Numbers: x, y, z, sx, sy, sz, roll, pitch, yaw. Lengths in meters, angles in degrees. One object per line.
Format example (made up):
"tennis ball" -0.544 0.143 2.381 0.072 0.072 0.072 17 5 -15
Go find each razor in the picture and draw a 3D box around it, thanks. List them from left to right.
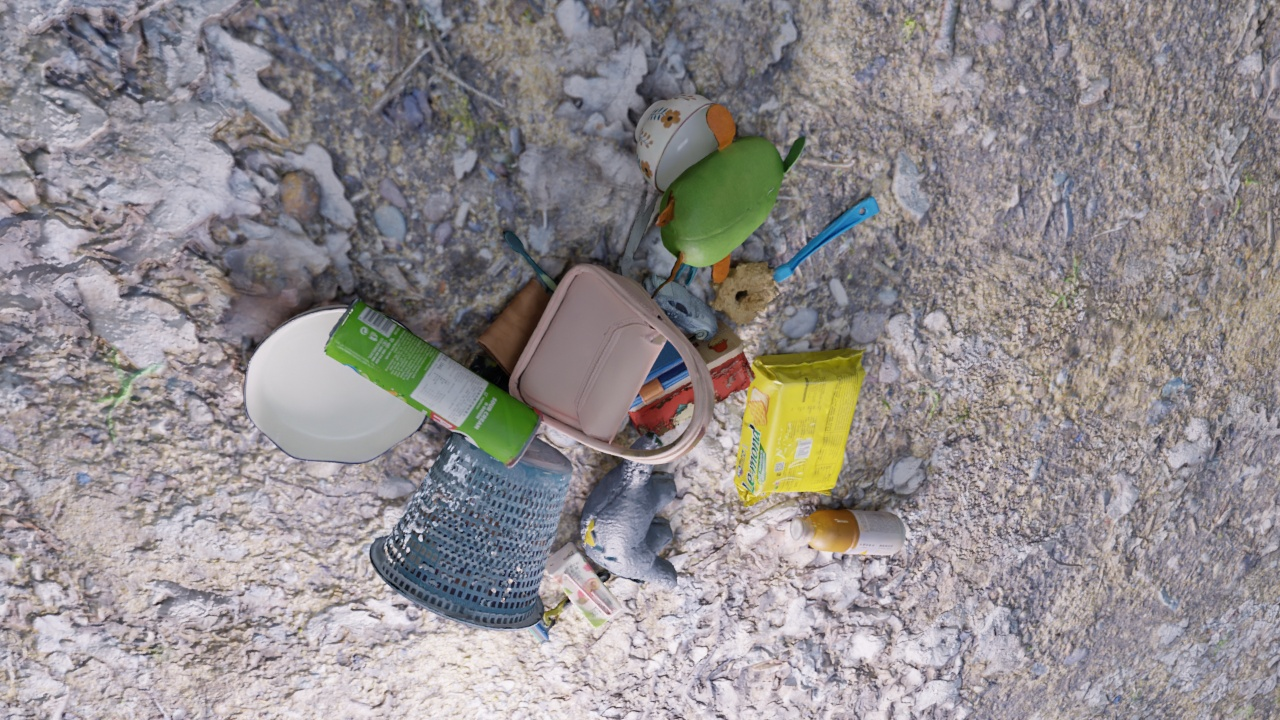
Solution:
"razor" -0.102 0.351 1.336 0.142 0.022 0.042 -38 113 -5

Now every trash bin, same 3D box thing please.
"trash bin" -0.185 0.185 1.115 0.226 0.227 0.195 22 95 -29

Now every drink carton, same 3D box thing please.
"drink carton" -0.080 0.320 1.298 0.053 0.045 0.122 -37 112 -7

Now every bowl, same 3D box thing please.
"bowl" 0.034 -0.249 1.015 0.113 0.062 0.114 -43 161 -19

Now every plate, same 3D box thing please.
"plate" -0.342 0.025 1.050 0.204 0.045 0.205 -10 121 -16

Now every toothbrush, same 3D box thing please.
"toothbrush" -0.105 -0.088 1.095 0.016 0.018 0.191 -44 126 -6

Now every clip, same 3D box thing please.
"clip" 0.063 -0.120 1.140 0.041 0.014 0.056 20 111 -29

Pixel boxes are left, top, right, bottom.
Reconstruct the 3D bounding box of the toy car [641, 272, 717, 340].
"toy car" 0.051 -0.067 1.135 0.120 0.054 0.037 27 127 -35

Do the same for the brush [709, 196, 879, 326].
"brush" 0.198 -0.132 1.173 0.254 0.046 0.083 -35 120 -4

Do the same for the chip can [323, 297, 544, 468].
"chip can" -0.220 0.025 0.983 0.236 0.072 0.072 34 103 -13

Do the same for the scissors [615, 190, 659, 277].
"scissors" -0.024 -0.118 1.103 0.145 0.014 0.173 -26 128 -17

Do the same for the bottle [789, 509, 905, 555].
"bottle" 0.319 0.264 1.418 0.189 0.068 0.068 7 115 -24

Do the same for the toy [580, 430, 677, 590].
"toy" -0.014 0.219 1.240 0.138 0.091 0.357 -10 136 -7

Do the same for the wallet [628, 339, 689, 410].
"wallet" -0.007 0.007 1.130 0.133 0.106 0.040 -31 138 -3

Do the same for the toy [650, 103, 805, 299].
"toy" 0.086 -0.177 1.033 0.246 0.090 0.227 -40 145 -33

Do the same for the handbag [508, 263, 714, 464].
"handbag" -0.020 0.019 1.023 0.093 0.234 0.193 9 112 -56

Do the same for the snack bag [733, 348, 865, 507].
"snack bag" 0.224 0.096 1.289 0.158 0.068 0.247 -5 120 -18

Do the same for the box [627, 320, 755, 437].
"box" 0.059 0.032 1.176 0.168 0.091 0.079 -29 121 -3

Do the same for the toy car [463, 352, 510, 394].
"toy car" -0.173 0.017 1.115 0.090 0.035 0.042 20 109 -38

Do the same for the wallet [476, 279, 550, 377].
"wallet" -0.129 -0.023 1.098 0.101 0.020 0.115 -50 129 -18
